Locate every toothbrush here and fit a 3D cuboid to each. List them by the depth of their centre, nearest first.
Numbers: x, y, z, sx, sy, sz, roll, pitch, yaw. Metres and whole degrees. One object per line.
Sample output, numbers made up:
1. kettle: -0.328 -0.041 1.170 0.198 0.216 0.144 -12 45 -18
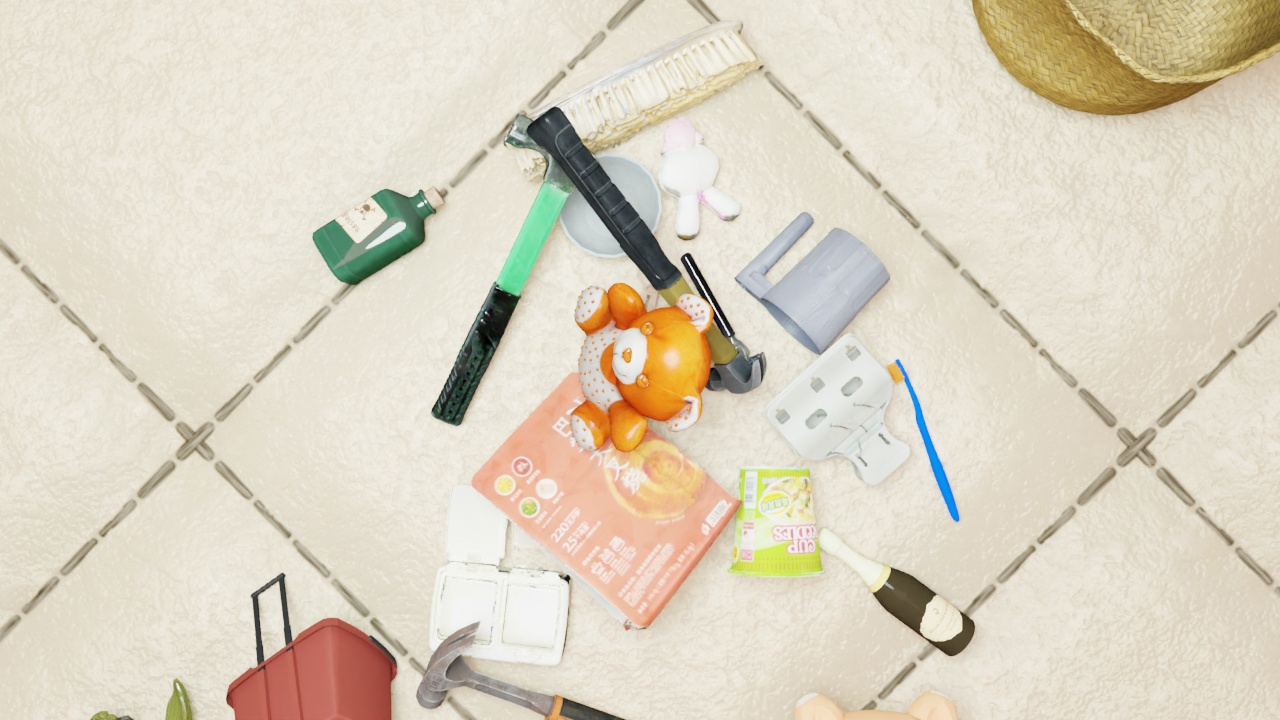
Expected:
1. toothbrush: 0.298 0.085 0.963 0.018 0.016 0.182 -20 90 6

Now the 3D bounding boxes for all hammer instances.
1. hammer: 0.011 -0.095 0.869 0.025 0.118 0.333 -45 109 -20
2. hammer: -0.131 -0.073 0.920 0.130 0.032 0.319 23 107 -19
3. hammer: -0.066 0.357 0.940 0.314 0.034 0.138 22 128 -6

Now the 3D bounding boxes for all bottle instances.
1. bottle: -0.262 -0.137 0.944 0.131 0.061 0.061 -31 88 1
2. bottle: 0.258 0.234 0.950 0.184 0.045 0.045 36 91 0

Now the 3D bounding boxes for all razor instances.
1. razor: 0.080 -0.049 0.961 0.043 0.022 0.144 -29 90 0

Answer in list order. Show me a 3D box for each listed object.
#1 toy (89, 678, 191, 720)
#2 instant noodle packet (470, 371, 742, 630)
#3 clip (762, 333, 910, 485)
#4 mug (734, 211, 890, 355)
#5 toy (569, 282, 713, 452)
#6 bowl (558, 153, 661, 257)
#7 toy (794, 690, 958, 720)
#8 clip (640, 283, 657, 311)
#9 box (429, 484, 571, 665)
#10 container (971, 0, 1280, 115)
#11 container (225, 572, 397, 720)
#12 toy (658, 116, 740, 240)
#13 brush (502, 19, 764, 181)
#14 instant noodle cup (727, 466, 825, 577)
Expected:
1. toy: -0.528 0.429 0.946 0.153 0.078 0.179 -6 88 0
2. instant noodle packet: -0.036 0.134 0.912 0.221 0.084 0.164 41 69 1
3. clip: 0.209 0.058 0.952 0.126 0.096 0.152 -42 112 5
4. mug: 0.175 -0.083 0.939 0.104 0.084 0.124 -45 63 0
5. toy: -0.005 0.005 0.859 0.092 0.173 0.163 11 79 -38
6. bowl: -0.031 -0.158 0.952 0.106 0.039 0.106 0 91 1
7. toy: 0.227 0.455 0.849 0.263 0.266 0.280 0 75 -2
8. clip: 0.004 -0.049 0.966 0.024 0.041 0.060 22 72 0
9. box: -0.143 0.223 0.954 0.143 0.050 0.184 5 92 1
10. container: 0.481 -0.390 0.868 0.307 0.196 0.307 0 91 2
11. container: -0.336 0.328 0.936 0.148 0.200 0.127 -35 127 1
12. toy: 0.053 -0.190 0.948 0.079 0.038 0.123 -23 103 -21
13. brush: -0.009 -0.263 0.929 0.271 0.083 0.056 -26 89 0
14. instant noodle cup: 0.137 0.162 0.932 0.099 0.099 0.108 1 83 0
